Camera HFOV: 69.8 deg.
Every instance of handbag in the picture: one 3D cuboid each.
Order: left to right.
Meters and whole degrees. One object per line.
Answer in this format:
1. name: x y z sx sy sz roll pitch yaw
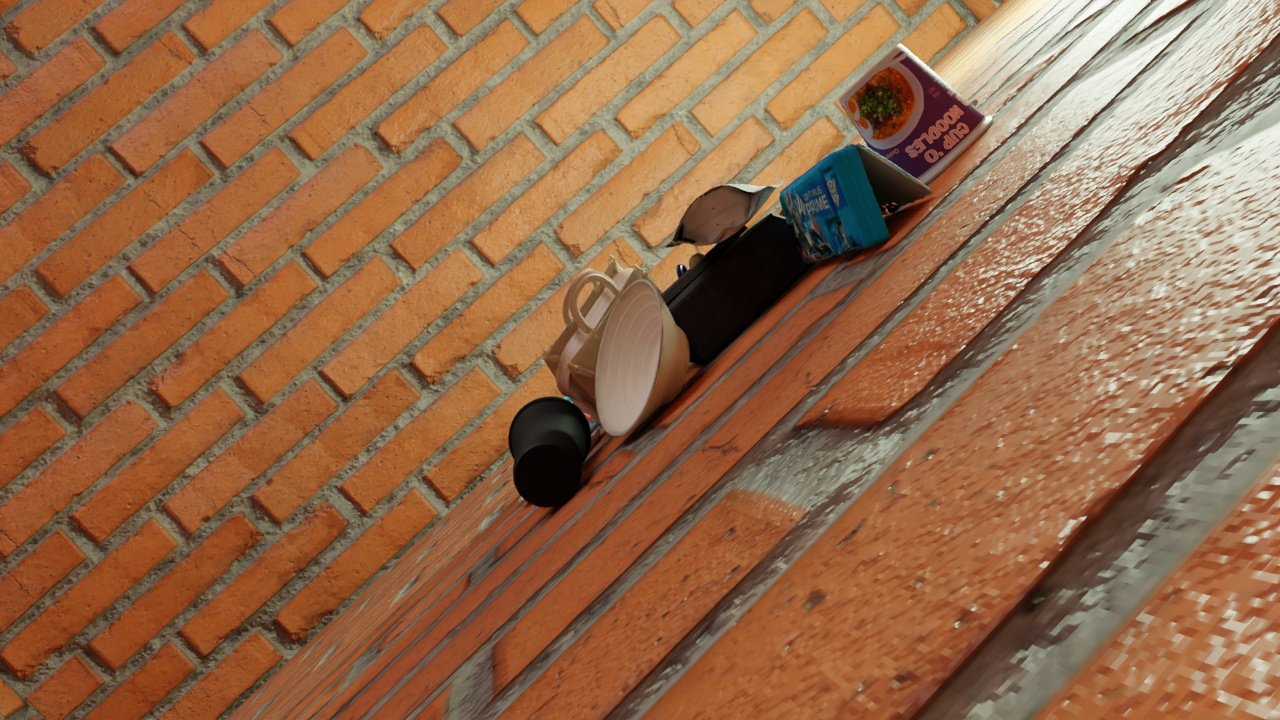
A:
1. handbag: -0.047 -0.039 1.183 0.194 0.101 0.198 -57 -36 -17
2. handbag: 0.099 -0.093 1.151 0.197 0.102 0.199 -43 3 -8

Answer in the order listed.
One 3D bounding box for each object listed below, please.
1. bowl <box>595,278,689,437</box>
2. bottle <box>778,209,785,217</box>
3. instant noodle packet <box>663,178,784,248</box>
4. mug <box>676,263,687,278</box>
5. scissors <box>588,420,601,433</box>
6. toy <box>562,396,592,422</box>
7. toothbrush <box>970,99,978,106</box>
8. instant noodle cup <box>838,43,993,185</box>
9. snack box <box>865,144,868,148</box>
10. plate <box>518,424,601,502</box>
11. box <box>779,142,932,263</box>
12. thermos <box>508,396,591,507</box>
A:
1. bowl: 0.010 0.002 1.021 0.177 0.057 0.176 -170 90 -67
2. bottle: 0.226 -0.188 1.135 0.068 0.068 0.210 -43 1 -7
3. instant noodle packet: 0.106 -0.186 1.128 0.147 0.057 0.268 -29 6 16
4. mug: 0.076 -0.088 1.321 0.086 0.112 0.089 -16 8 16
5. scissors: -0.068 0.090 1.298 0.070 0.022 0.131 -45 1 -20
6. toy: -0.115 0.095 1.429 0.092 0.062 0.133 -37 28 -2
7. toothbrush: 0.336 -0.250 1.111 0.188 0.018 0.019 -42 -2 4
8. instant noodle cup: 0.275 -0.253 0.955 0.122 0.122 0.136 -40 4 39
9. snack box: 0.339 -0.285 1.185 0.143 0.040 0.144 -42 -6 34
10. plate: -0.111 0.148 1.295 0.157 0.014 0.157 -42 3 2
11. box: 0.210 -0.159 0.919 0.085 0.092 0.243 -22 3 -1
12. thermos: -0.109 0.110 1.085 0.106 0.106 0.218 -42 8 1
